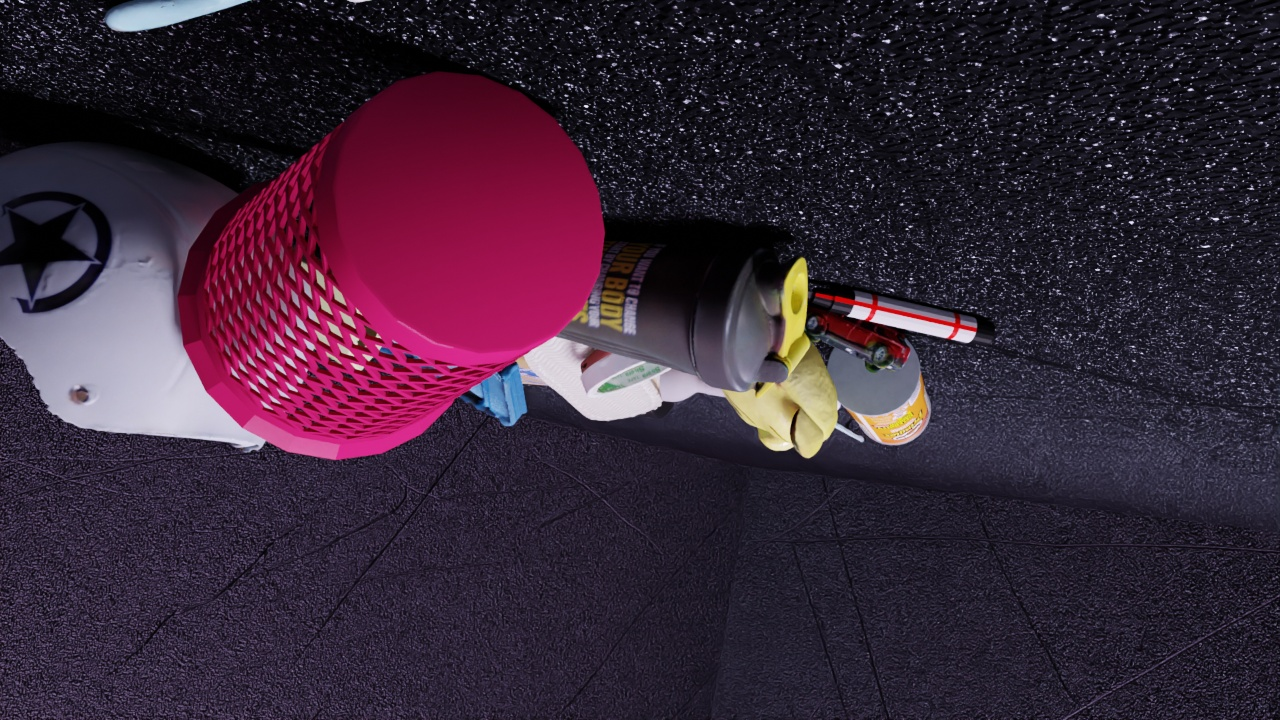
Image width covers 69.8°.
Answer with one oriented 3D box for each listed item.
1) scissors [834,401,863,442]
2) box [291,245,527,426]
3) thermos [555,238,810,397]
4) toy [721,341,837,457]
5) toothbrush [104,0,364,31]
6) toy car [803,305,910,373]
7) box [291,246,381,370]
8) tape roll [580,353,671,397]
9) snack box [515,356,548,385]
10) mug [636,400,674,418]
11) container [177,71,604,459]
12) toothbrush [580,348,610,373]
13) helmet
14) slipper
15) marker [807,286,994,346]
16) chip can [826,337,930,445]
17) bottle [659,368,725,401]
[{"bbox_3d":[0.158,0.037,0.954,0.170,0.013,0.172,32,167,13],"label":"scissors"},{"bbox_3d":[-0.217,-0.033,0.866,0.232,0.047,0.177,29,160,16],"label":"box"},{"bbox_3d":[0.004,-0.038,0.617,0.221,0.098,0.098,11,173,28],"label":"thermos"},{"bbox_3d":[0.103,0.011,0.764,0.149,0.084,0.214,43,178,7],"label":"toy"},{"bbox_3d":[-0.161,-0.142,0.361,0.181,0.016,0.016,6,172,33],"label":"toothbrush"},{"bbox_3d":[0.167,-0.019,0.723,0.091,0.036,0.042,21,175,9],"label":"toy car"},{"bbox_3d":[-0.289,-0.059,0.745,0.188,0.077,0.090,26,175,16],"label":"box"},{"bbox_3d":[-0.005,0.004,0.763,0.094,0.018,0.094,-22,169,-5],"label":"tape roll"},{"bbox_3d":[-0.122,-0.020,0.974,0.155,0.069,0.203,18,169,-40],"label":"snack box"},{"bbox_3d":[-0.001,0.023,1.143,0.088,0.078,0.113,6,-162,28],"label":"mug"},{"bbox_3d":[-0.129,-0.047,0.488,0.183,0.183,0.226,15,163,-30],"label":"container"},{"bbox_3d":[0.004,-0.029,0.714,0.016,0.016,0.190,6,154,-32],"label":"toothbrush"},{"bbox_3d":[-0.343,-0.060,0.628,0.264,0.163,0.236,31,175,16],"label":"helmet"},{"bbox_3d":[-0.039,-0.009,0.827,0.114,0.054,0.273,-18,153,2],"label":"slipper"},{"bbox_3d":[0.183,-0.034,0.659,0.145,0.019,0.019,12,172,-9],"label":"marker"},{"bbox_3d":[0.225,0.029,0.848,0.075,0.075,0.215,7,171,21],"label":"chip can"},{"bbox_3d":[0.011,0.017,1.046,0.195,0.052,0.052,9,172,17],"label":"bottle"}]
